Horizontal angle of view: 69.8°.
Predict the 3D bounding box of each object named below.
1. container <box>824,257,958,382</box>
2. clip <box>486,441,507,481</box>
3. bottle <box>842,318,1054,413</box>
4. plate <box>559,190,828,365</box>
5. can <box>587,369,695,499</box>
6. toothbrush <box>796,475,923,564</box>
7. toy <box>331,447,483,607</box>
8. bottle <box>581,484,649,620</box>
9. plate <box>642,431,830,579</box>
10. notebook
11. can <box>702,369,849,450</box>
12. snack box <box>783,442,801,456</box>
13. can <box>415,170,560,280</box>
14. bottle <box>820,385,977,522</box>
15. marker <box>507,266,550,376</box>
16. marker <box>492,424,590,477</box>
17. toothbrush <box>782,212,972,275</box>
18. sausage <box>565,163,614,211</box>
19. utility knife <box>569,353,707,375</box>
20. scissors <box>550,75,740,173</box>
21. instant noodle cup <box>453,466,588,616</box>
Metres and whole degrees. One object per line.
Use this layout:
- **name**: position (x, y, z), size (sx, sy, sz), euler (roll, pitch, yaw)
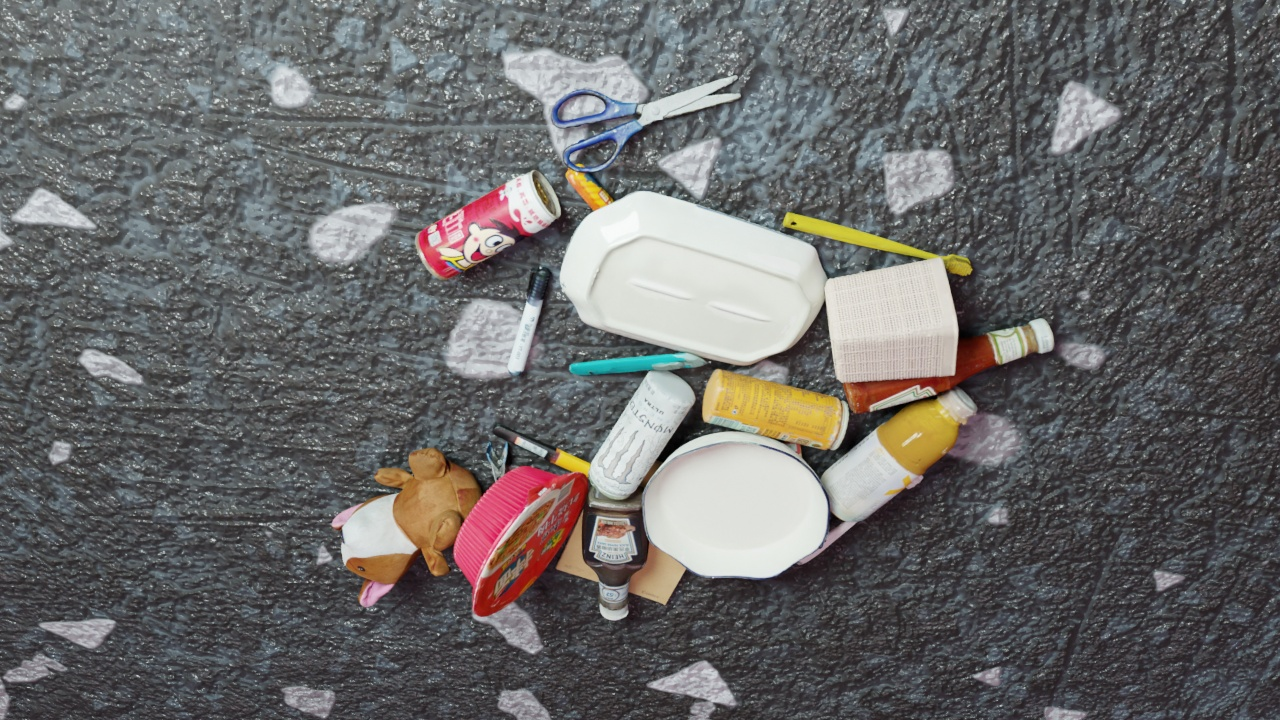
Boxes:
- **container**: position (0.238, -0.034, 0.880), size (0.111, 0.089, 0.090), euler (-8, 145, 11)
- **clip**: position (-0.161, 0.120, 1.050), size (0.045, 0.027, 0.058), euler (-1, 124, -6)
- **bottle**: position (0.308, 0.001, 0.929), size (0.206, 0.059, 0.060), euler (-16, 121, 10)
- **plate**: position (0.056, -0.065, 0.886), size (0.265, 0.034, 0.162), euler (16, 126, -17)
- **can**: position (0.000, 0.080, 0.989), size (0.058, 0.058, 0.147), euler (25, 117, -14)
- **toothbrush**: position (0.251, 0.183, 1.059), size (0.180, 0.016, 0.016), euler (-41, 114, 15)
- **toy**: position (-0.276, 0.191, 1.048), size (0.200, 0.140, 0.130), euler (-31, 155, 29)
- **bottle**: position (-0.030, 0.232, 1.094), size (0.080, 0.044, 0.195), euler (5, 124, 3)
- **plate**: position (0.105, 0.160, 1.019), size (0.205, 0.045, 0.205), euler (3, 125, 4)
- **notebook**: position (0.000, 0.203, 1.106), size (0.149, 0.012, 0.212), euler (20, 122, -8)
- **can**: position (0.141, 0.053, 0.970), size (0.146, 0.058, 0.058), euler (14, 123, -7)
- **snack box**: position (0.151, 0.164, 1.062), size (0.077, 0.027, 0.156), euler (-5, 123, 8)
- **can**: position (-0.143, -0.127, 0.865), size (0.133, 0.053, 0.053), euler (-25, 119, 18)
- **bottle**: position (0.277, 0.099, 0.989), size (0.068, 0.067, 0.190), euler (34, 119, -18)
- **marker**: position (-0.117, -0.039, 0.945), size (0.022, 0.018, 0.131), euler (21, 122, -1)
- **marker**: position (-0.110, 0.101, 1.041), size (0.124, 0.015, 0.018), euler (25, 120, -11)
- **toothbrush**: position (0.229, -0.111, 0.881), size (0.190, 0.016, 0.016), euler (14, 122, -6)
- **sausage**: position (-0.017, -0.127, 0.879), size (0.021, 0.021, 0.165), euler (-32, 117, 21)
- **utility knife**: position (-0.006, 0.006, 0.951), size (0.151, 0.012, 0.029), euler (-5, 151, 24)
- **scissors**: position (0.007, -0.210, 0.821), size (0.173, 0.012, 0.125), euler (11, 109, -2)
- **instant noodle cup**: position (-0.141, 0.188, 1.023), size (0.066, 0.193, 0.194), euler (34, 124, 18)
